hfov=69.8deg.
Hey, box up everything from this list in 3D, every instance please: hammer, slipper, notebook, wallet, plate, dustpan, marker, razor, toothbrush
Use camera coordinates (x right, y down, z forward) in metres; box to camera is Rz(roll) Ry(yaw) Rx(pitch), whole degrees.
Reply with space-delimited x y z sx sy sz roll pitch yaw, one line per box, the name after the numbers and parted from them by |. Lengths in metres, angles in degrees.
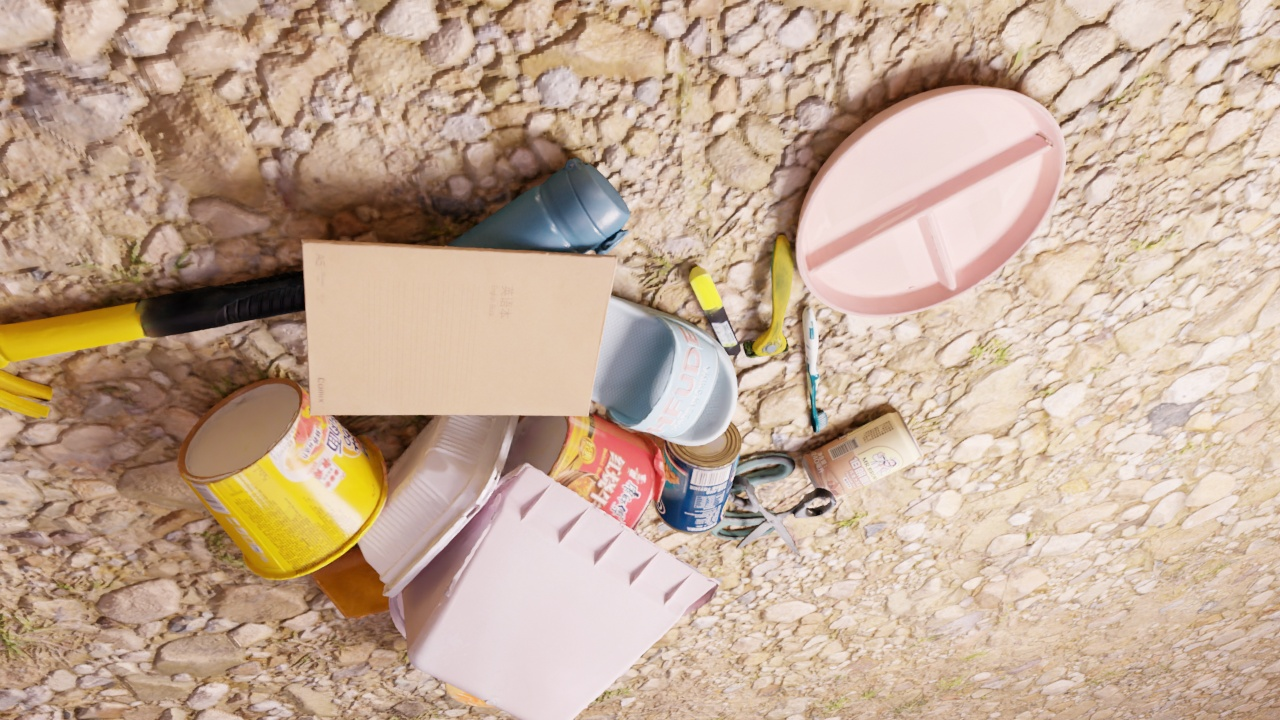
-0.353 -0.029 0.657 0.300 0.032 0.129 -11 138 -7 | hammer
-0.005 0.004 0.763 0.245 0.074 0.104 25 98 -34 | slipper
-0.131 -0.018 0.664 0.211 0.012 0.150 1 129 -15 | notebook
-0.261 0.230 0.963 0.130 0.035 0.119 -16 138 0 | wallet
0.235 -0.127 0.758 0.229 0.028 0.230 -9 138 -8 | plate
-0.105 0.213 0.843 0.222 0.139 0.273 39 96 -22 | dustpan
0.067 -0.040 0.804 0.018 0.015 0.124 -23 141 7 | marker
0.118 -0.052 0.800 0.043 0.028 0.133 -6 135 -8 | razor
0.171 0.012 0.894 0.018 0.016 0.192 -24 139 -8 | toothbrush

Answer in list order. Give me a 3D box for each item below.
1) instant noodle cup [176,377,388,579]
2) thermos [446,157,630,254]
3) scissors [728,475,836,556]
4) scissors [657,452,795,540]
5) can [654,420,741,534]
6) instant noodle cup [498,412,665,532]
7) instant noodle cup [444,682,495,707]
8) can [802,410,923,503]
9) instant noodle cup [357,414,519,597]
-0.290 0.088 0.737 0.138 0.138 0.110 -22 129 4 | instant noodle cup
-0.110 -0.066 0.675 0.221 0.070 0.070 -30 137 14 | thermos
0.144 0.174 1.007 0.159 0.014 0.181 29 140 -19 | scissors
0.108 0.167 1.036 0.170 0.019 0.181 -28 138 9 | scissors
0.057 0.111 0.915 0.075 0.075 0.111 -6 136 -13 | can
-0.065 0.103 0.832 0.138 0.137 0.108 -39 125 22 | instant noodle cup
-0.145 0.298 1.018 0.151 0.111 0.152 -10 138 -9 | instant noodle cup
0.236 0.103 0.980 0.116 0.058 0.058 -29 137 11 | can
-0.183 0.109 0.800 0.060 0.137 0.174 34 119 -16 | instant noodle cup
